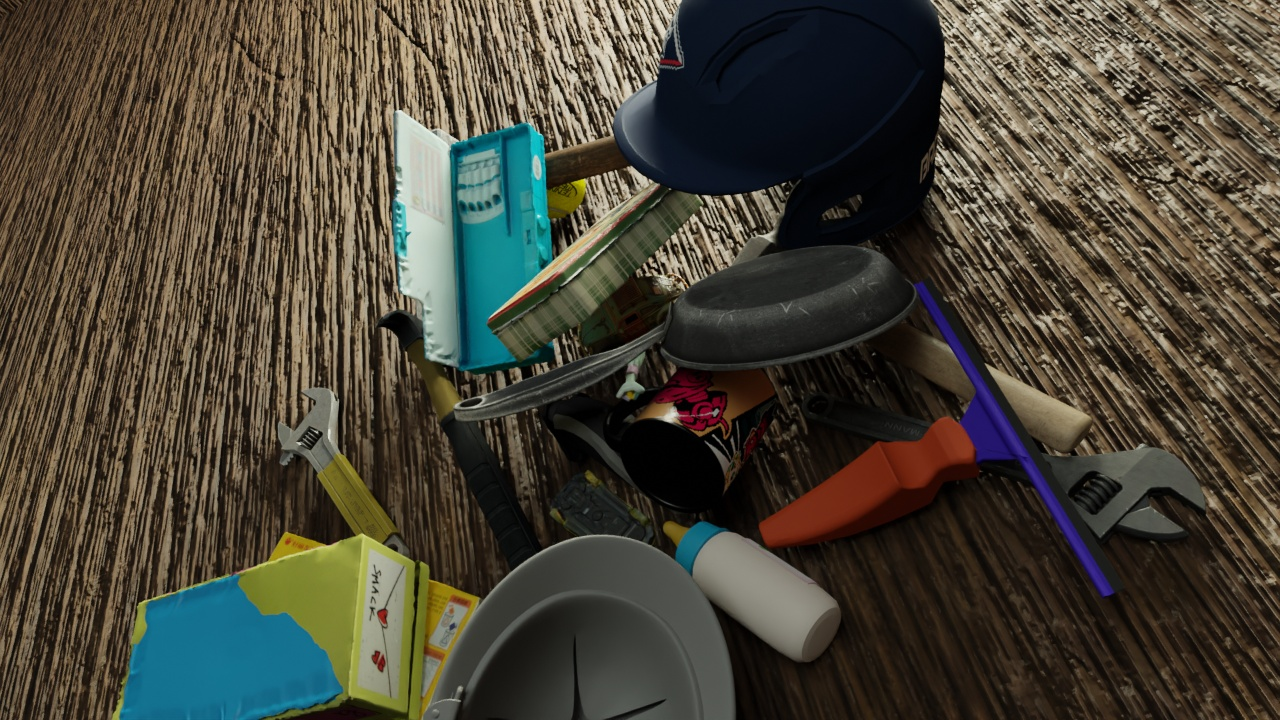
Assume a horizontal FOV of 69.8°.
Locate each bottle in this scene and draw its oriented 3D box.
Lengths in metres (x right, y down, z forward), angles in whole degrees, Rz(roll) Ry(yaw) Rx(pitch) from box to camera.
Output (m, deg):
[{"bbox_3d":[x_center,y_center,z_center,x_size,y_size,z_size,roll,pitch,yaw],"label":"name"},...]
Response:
[{"bbox_3d":[0.068,0.148,0.633,0.146,0.051,0.051,29,73,40],"label":"bottle"}]

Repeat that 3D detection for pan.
[{"bbox_3d":[0.023,-0.017,0.680,0.357,0.055,0.187,-13,18,8],"label":"pan"}]

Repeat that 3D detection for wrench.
[{"bbox_3d":[0.233,0.063,0.632,0.274,0.018,0.073,16,65,37],"label":"wrench"},{"bbox_3d":[-0.283,0.110,0.873,0.083,0.018,0.273,-46,48,-9],"label":"wrench"}]

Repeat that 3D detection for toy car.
[{"bbox_3d":[-0.011,-0.047,0.822,0.112,0.047,0.047,-31,51,4],"label":"toy car"},{"bbox_3d":[-0.029,0.126,0.716,0.049,0.030,0.107,-46,47,-11],"label":"toy car"}]

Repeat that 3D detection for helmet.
[{"bbox_3d":[0.107,-0.227,0.748,0.273,0.223,0.231,-12,43,13],"label":"helmet"},{"bbox_3d":[-0.043,0.253,0.581,0.183,0.118,0.270,15,70,1],"label":"helmet"}]

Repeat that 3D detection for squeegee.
[{"bbox_3d":[0.167,0.082,0.620,0.185,0.055,0.249,-28,52,12],"label":"squeegee"}]

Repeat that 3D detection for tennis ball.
[{"bbox_3d":[-0.090,-0.180,0.950,0.065,0.065,0.065,-14,51,18],"label":"tennis ball"}]

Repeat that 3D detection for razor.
[{"bbox_3d":[-0.012,0.074,0.733,0.156,0.057,0.060,25,112,37],"label":"razor"}]

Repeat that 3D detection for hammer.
[{"bbox_3d":[-0.146,0.071,0.778,0.025,0.118,0.333,-39,53,5],"label":"hammer"},{"bbox_3d":[0.188,-0.020,0.706,0.119,0.031,0.331,-46,48,-8],"label":"hammer"},{"bbox_3d":[-0.097,-0.146,0.889,0.301,0.037,0.217,-9,76,24],"label":"hammer"}]

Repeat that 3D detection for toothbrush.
[{"bbox_3d":[-0.004,0.004,0.747,0.022,0.015,0.154,-12,14,6],"label":"toothbrush"}]

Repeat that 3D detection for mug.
[{"bbox_3d":[0.029,0.048,0.684,0.118,0.082,0.098,6,35,31],"label":"mug"}]

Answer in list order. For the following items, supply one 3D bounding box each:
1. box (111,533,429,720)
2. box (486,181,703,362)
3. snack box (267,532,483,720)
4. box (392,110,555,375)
[{"bbox_3d":[-0.269,0.216,0.667,0.221,0.081,0.124,-21,52,18],"label":"box"},{"bbox_3d":[-0.036,-0.086,0.789,0.118,0.049,0.204,-30,15,49],"label":"box"},{"bbox_3d":[-0.219,0.219,0.729,0.231,0.062,0.109,8,61,32],"label":"snack box"},{"bbox_3d":[-0.150,-0.111,0.819,0.098,0.121,0.226,-10,76,24],"label":"box"}]
